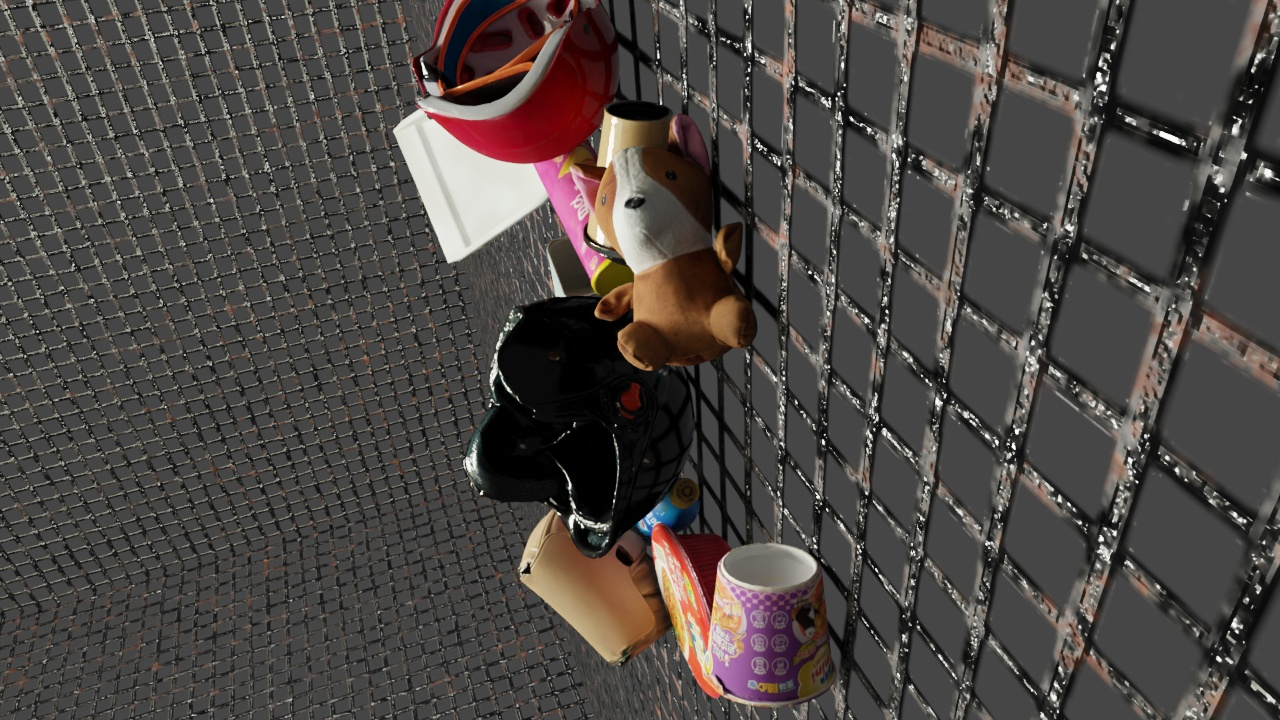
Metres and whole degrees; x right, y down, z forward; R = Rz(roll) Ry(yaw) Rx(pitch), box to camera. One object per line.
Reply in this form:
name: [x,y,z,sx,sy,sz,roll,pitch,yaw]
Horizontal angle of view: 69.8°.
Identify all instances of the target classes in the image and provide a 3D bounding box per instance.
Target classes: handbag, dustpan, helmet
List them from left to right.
dustpan: [-0.216,-0.290,1.278,0.142,0.258,0.222,-21,-92,-84]
helmet: [-0.111,-0.297,0.925,0.144,0.207,0.239,44,-151,-46]
helmet: [-0.053,0.059,0.958,0.274,0.229,0.234,60,150,18]
handbag: [-0.045,0.262,1.108,0.204,0.147,0.100,42,123,2]

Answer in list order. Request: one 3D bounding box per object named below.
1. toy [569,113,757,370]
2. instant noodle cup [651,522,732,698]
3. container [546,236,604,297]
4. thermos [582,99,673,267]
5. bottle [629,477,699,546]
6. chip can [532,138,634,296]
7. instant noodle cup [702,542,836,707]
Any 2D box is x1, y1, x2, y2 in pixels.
toy: [0.017,-0.092,0.751,0.130,0.140,0.199,21,-125,-73]
instant noodle cup: [0.074,0.259,0.995,0.194,0.065,0.194,163,90,-75]
container: [-0.059,-0.087,1.113,0.112,0.090,0.090,94,157,-59]
thermos: [-0.005,-0.160,0.843,0.093,0.093,0.143,-123,31,-52]
bottle: [0.030,0.173,1.076,0.219,0.065,0.065,115,138,-69]
chip can: [-0.057,-0.168,0.973,0.072,0.071,0.210,98,149,-58]
instant noodle cup: [0.107,0.212,0.756,0.111,0.111,0.099,-139,46,-66]
